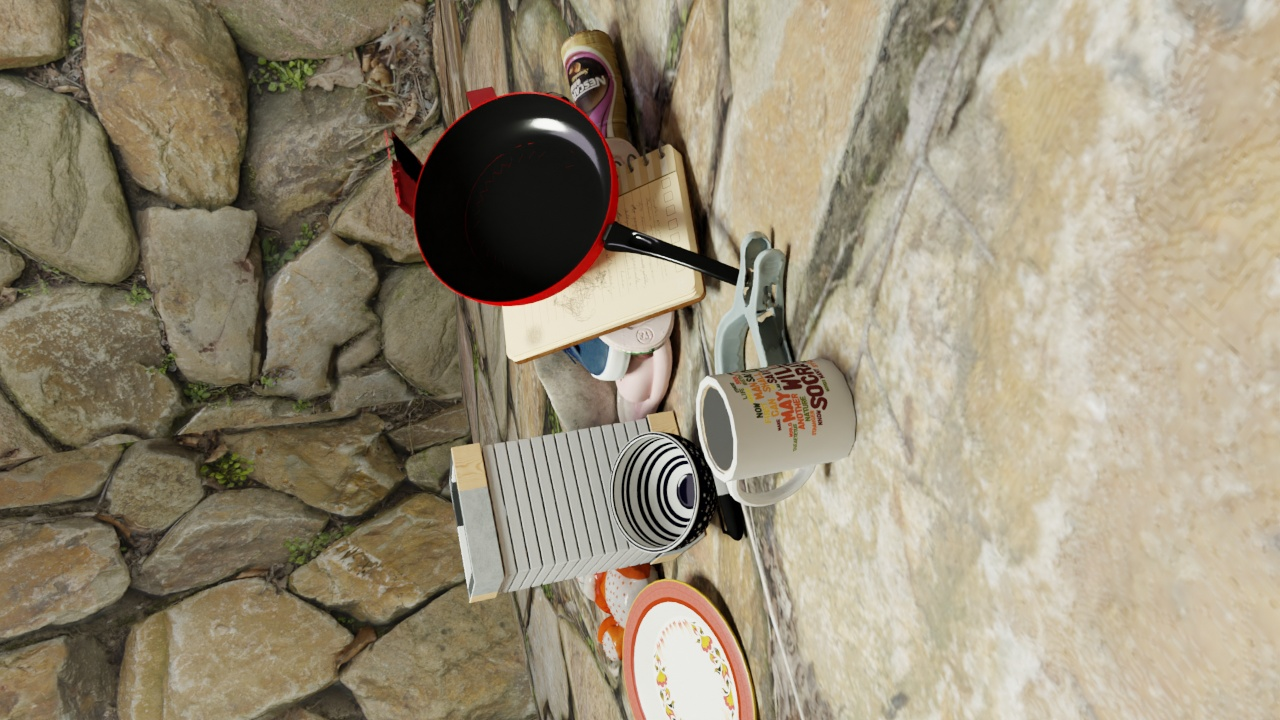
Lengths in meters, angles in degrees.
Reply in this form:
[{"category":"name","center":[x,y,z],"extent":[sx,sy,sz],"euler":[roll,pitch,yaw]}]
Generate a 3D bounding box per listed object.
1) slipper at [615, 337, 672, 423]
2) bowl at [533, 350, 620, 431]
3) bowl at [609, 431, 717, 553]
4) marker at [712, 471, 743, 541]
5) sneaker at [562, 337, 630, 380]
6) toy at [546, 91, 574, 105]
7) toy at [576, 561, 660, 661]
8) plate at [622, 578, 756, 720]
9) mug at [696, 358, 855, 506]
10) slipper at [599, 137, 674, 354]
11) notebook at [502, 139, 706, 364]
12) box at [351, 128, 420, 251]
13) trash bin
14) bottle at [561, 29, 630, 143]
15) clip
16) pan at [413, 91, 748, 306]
[{"category":"slipper","center":[-0.006,0.006,1.049],"extent":[0.222,0.055,0.106],"euler":[101,157,-51]},{"category":"bowl","center":[-0.065,0.033,1.185],"extent":[0.178,0.081,0.178],"euler":[59,-173,-11]},{"category":"bowl","center":[0.033,0.133,0.934],"extent":[0.120,0.066,0.120],"euler":[-6,81,43]},{"category":"marker","center":[0.074,0.105,0.880],"extent":[0.016,0.022,0.138],"euler":[112,146,-71]},{"category":"sneaker","center":[-0.104,-0.070,1.050],"extent":[0.294,0.127,0.121],"euler":[47,131,51]},{"category":"toy","center":[-0.110,-0.247,1.119],"extent":[0.159,0.140,0.183],"euler":[60,-165,-51]},{"category":"toy","center":[-0.032,0.298,1.222],"extent":[0.172,0.092,0.164],"euler":[-165,74,-75]},{"category":"plate","center":[0.053,0.352,0.997],"extent":[0.230,0.021,0.230],"euler":[6,97,54]},{"category":"mug","center":[0.095,0.056,0.658],"extent":[0.073,0.089,0.105],"euler":[-131,35,-62]},{"category":"slipper","center":[-0.023,-0.115,0.959],"extent":[0.064,0.094,0.239],"euler":[76,-175,-74]},{"category":"notebook","center":[-0.049,-0.105,0.901],"extent":[0.024,0.226,0.167],"euler":[21,-123,-55]},{"category":"box","center":[-0.249,-0.224,1.303],"extent":[0.210,0.318,0.121],"euler":[-113,29,-46]},{"category":"trash bin","center":[-0.078,0.165,1.029],"extent":[0.143,0.246,0.142],"euler":[118,141,-65]},{"category":"bottle","center":[-0.041,-0.278,1.015],"extent":[0.060,0.059,0.166],"euler":[141,115,-72]},{"category":"clip","center":[0.085,-0.026,0.766],"extent":[0.159,0.030,0.174],"euler":[-146,50,-67]},{"category":"pan","center":[-0.056,-0.127,0.855],"extent":[0.209,0.356,0.067],"euler":[-66,-21,-2]}]
